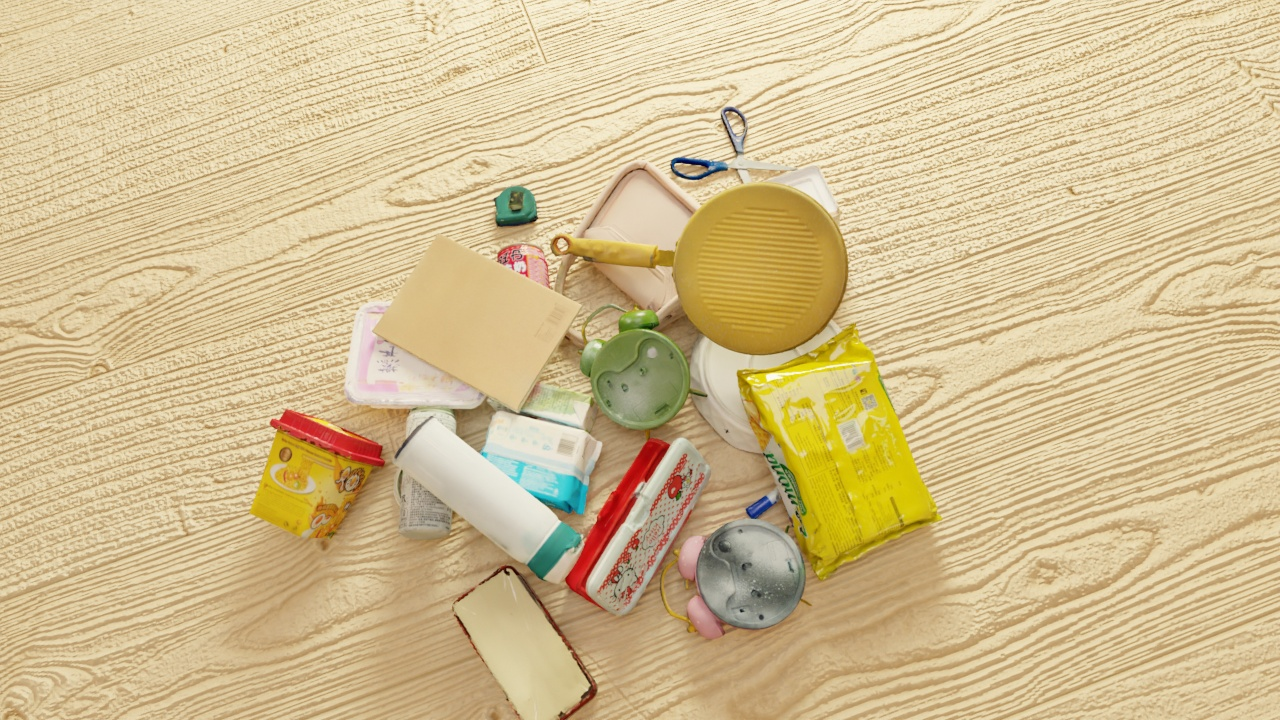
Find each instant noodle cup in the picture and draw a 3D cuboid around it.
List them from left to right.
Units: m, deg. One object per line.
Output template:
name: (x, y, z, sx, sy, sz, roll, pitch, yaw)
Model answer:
instant noodle cup: (-0.377, 0.134, 1.056, 0.116, 0.116, 0.123, 21, 82, 12)
instant noodle cup: (-0.263, 0.001, 1.123, 0.173, 0.060, 0.137, 0, 68, 6)
instant noodle cup: (0.189, -0.166, 1.121, 0.116, 0.124, 0.116, -19, 67, -4)

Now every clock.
clock: (-0.006, 0.006, 1.077, 0.116, 0.056, 0.161, -38, 87, 14)
clock: (0.100, 0.240, 1.001, 0.158, 0.060, 0.117, -11, 69, -2)

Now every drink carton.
drink carton: (-0.117, 0.054, 1.094, 0.122, 0.053, 0.045, 15, 74, 10)

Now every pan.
pan: (0.059, -0.115, 1.063, 0.357, 0.078, 0.198, 8, 97, 9)

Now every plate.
plate: (0.160, 0.011, 1.096, 0.205, 0.046, 0.204, -1, 68, 3)

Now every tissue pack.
tissue pack: (-0.122, 0.119, 1.063, 0.140, 0.063, 0.089, 13, 69, 8)

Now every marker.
marker: (0.183, 0.136, 1.059, 0.145, 0.017, 0.017, -34, 70, -9)

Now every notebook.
notebook: (-0.195, -0.049, 1.095, 0.211, 0.012, 0.149, 27, 76, 14)

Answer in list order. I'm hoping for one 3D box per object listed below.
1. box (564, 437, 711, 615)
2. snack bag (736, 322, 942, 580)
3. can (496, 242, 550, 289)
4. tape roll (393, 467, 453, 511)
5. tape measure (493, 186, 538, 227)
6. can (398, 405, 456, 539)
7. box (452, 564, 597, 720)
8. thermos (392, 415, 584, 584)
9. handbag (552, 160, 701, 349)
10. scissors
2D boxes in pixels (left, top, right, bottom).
box: (-0.001, 0.177, 1.013, 0.095, 0.098, 0.201, 28, 72, 13)
snack bag: (0.220, 0.097, 1.011, 0.158, 0.068, 0.246, -22, 86, -6)
can: (-0.147, -0.093, 1.148, 0.066, 0.066, 0.093, -8, 68, 1)
tape roll: (-0.249, 0.145, 1.088, 0.086, 0.014, 0.085, -2, 68, 4)
tape measure: (-0.166, -0.205, 1.217, 0.058, 0.025, 0.054, -6, 69, 1)
can: (-0.244, 0.129, 1.054, 0.058, 0.058, 0.146, -3, 68, 3)
box: (-0.126, 0.309, 0.979, 0.091, 0.077, 0.168, -35, 69, -11)
thermos: (-0.161, 0.156, 0.995, 0.224, 0.073, 0.073, 38, 75, 3)
handbag: (-0.012, -0.112, 1.147, 0.193, 0.093, 0.234, 43, 85, 18)
scissors: (0.126, -0.271, 1.229, 0.174, 0.012, 0.162, 4, 68, 5)
